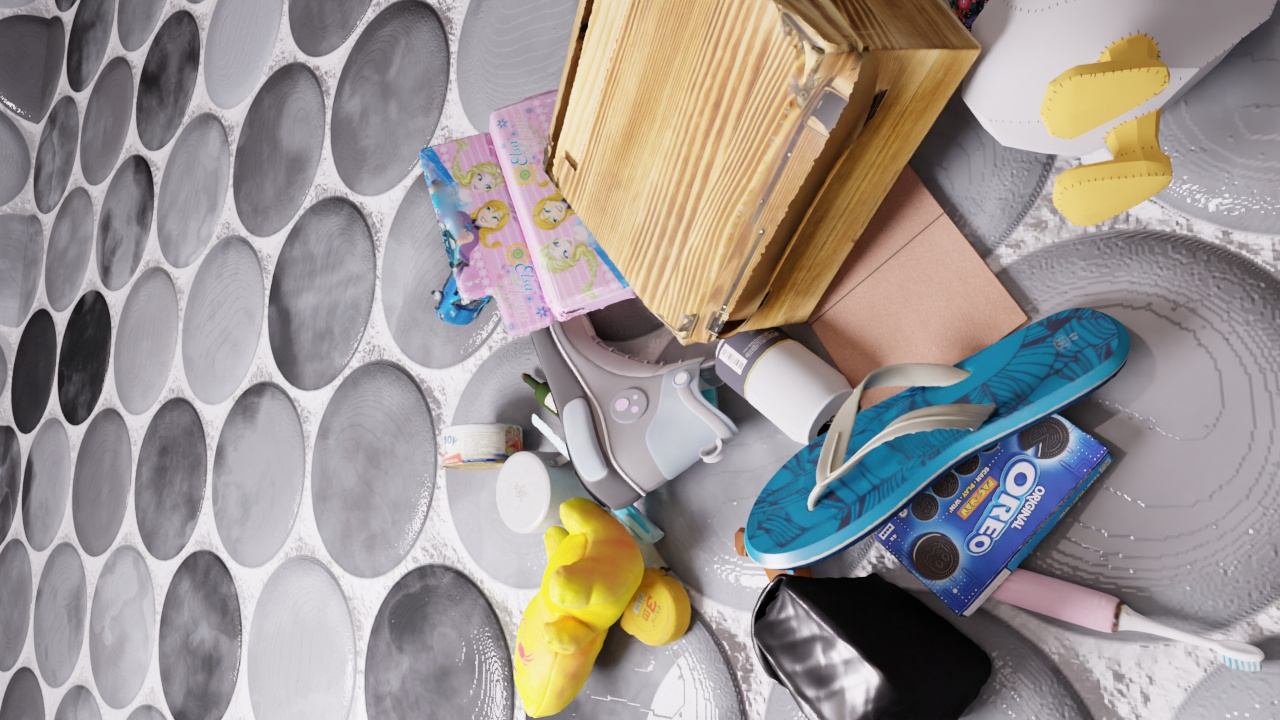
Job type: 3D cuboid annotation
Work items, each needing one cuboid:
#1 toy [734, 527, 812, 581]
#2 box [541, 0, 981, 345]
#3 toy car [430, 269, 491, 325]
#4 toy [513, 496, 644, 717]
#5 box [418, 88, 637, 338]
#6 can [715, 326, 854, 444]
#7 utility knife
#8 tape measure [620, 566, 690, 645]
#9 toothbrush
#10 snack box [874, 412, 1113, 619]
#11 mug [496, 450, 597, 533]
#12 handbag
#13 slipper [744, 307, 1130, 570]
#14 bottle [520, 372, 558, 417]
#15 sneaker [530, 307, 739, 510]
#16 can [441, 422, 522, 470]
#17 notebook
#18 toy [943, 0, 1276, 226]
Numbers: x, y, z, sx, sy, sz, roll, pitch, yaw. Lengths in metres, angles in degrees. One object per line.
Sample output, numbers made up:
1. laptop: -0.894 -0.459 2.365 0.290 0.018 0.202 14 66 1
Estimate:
1. toy: 0.116 0.159 0.714 0.070 0.103 0.090 -16 87 -1
2. box: 0.066 -0.180 0.682 0.247 0.175 0.280 64 149 29
3. toy car: -0.189 -0.092 1.036 0.043 0.056 0.120 43 109 35
4. toy: -0.060 0.224 0.842 0.134 0.087 0.194 -96 23 -55
5. box: -0.111 -0.137 0.855 0.159 0.035 0.230 -19 69 -2
6. can: 0.122 0.020 0.751 0.127 0.064 0.064 42 110 36
7. utility knife: -0.043 0.110 0.864 0.169 0.015 0.022 46 119 7
8. tape measure: 0.018 0.224 0.828 0.059 0.030 0.068 27 103 39
9. toothbrush: 0.286 0.162 0.615 0.223 0.027 0.026 11 133 41
10. snack box: 0.244 0.097 0.640 0.150 0.027 0.082 -52 50 6
11. mug: -0.085 0.119 0.906 0.113 0.070 0.084 -55 54 22
12. handbag: 0.148 0.216 0.646 0.125 0.153 0.115 44 115 41
13. slipper: 0.187 0.040 0.637 0.295 0.060 0.118 -33 21 12
14. bottle: -0.091 0.039 0.952 0.106 0.025 0.025 34 105 38
15. sneaker: -0.006 0.005 0.858 0.160 0.093 0.256 -27 51 10
16. can: -0.166 0.092 0.968 0.086 0.086 0.043 -12 75 38
17. notebook: 0.192 -0.069 0.742 0.142 0.008 0.209 -43 59 27
18. toy: 0.284 -0.223 0.615 0.247 0.141 0.266 -16 47 20
